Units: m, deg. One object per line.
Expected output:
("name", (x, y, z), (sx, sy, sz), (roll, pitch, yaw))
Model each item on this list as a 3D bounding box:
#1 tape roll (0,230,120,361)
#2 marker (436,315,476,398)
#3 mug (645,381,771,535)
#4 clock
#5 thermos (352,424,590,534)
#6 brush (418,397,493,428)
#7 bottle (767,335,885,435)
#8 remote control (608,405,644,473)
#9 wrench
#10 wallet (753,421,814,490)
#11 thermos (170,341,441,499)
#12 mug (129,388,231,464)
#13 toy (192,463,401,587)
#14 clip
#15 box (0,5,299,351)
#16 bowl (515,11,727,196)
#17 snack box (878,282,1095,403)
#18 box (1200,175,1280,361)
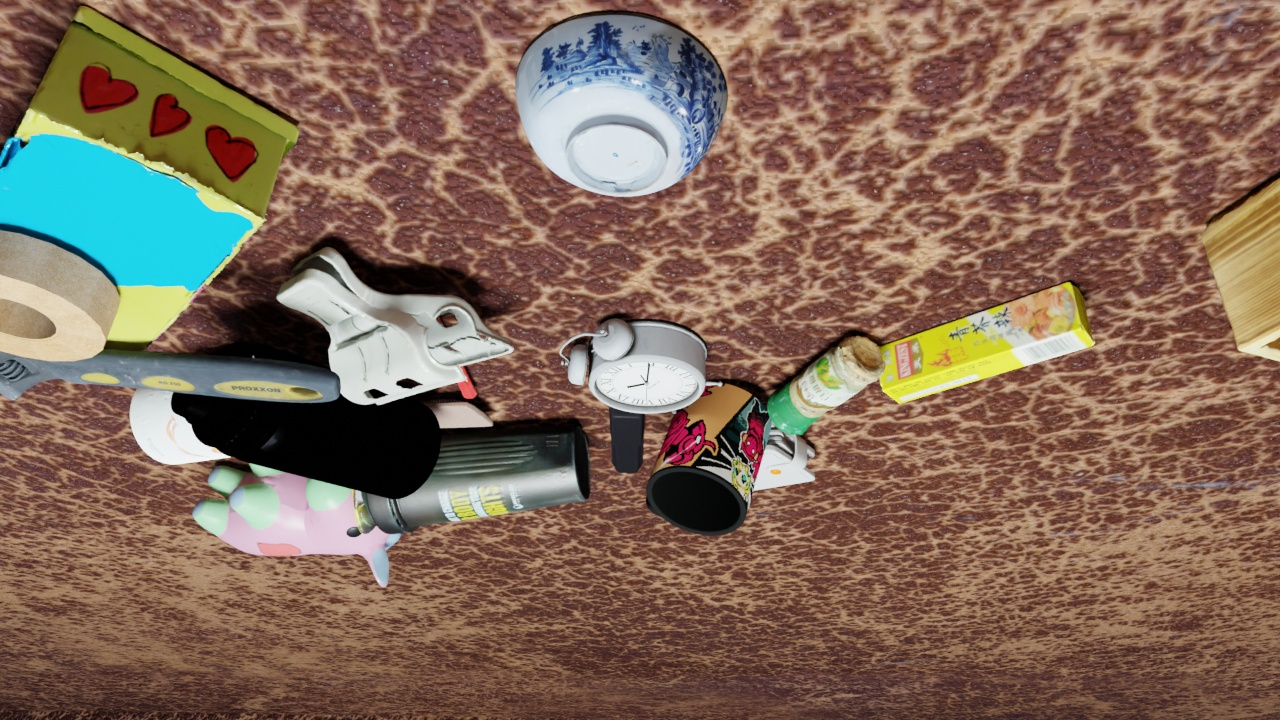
("tape roll", (-0.351, -0.035, 0.521), (0.094, 0.027, 0.094), (2, 150, 1))
("marker", (-0.152, -0.008, 0.726), (0.013, 0.012, 0.142), (-1, 150, 5))
("mug", (0.047, 0.088, 0.769), (0.082, 0.098, 0.118), (39, 135, -15))
("clock", (-0.004, 0.004, 0.713), (0.122, 0.035, 0.095), (19, 146, -29))
("thermos", (-0.160, 0.105, 0.853), (0.221, 0.098, 0.098), (-7, 150, 8))
("brush", (-0.200, 0.047, 0.827), (0.136, 0.015, 0.050), (-3, 154, 21))
("bottle", (0.145, 0.021, 0.726), (0.043, 0.043, 0.111), (14, 148, -21))
("remote control", (-0.013, 0.076, 0.861), (0.032, 0.015, 0.137), (2, 151, 0))
("wrench", (-0.334, 0.004, 0.593), (0.273, 0.022, 0.073), (5, 143, -5))
("wallet", (0.091, 0.087, 0.856), (0.119, 0.037, 0.115), (-16, 146, 34))
("thermos", (-0.253, 0.046, 0.707), (0.086, 0.086, 0.198), (-14, 155, 27))
("mug", (-0.346, 0.040, 0.752), (0.105, 0.082, 0.082), (-9, 149, 22))
("toy", (-0.347, 0.160, 0.948), (0.223, 0.119, 0.171), (-21, 134, 33))
("clip", (-0.182, -0.009, 0.641), (0.152, 0.101, 0.127), (22, 154, -39))
("box", (-0.307, -0.088, 0.533), (0.124, 0.079, 0.222), (25, 141, -34))
("bowl", (-0.011, -0.121, 0.481), (0.114, 0.045, 0.114), (2, 151, 1))
("snack box", (0.246, -0.010, 0.667), (0.148, 0.040, 0.029), (-22, 142, 36))
("box", (0.504, -0.044, 0.451), (0.251, 0.191, 0.280), (10, 148, -17))
